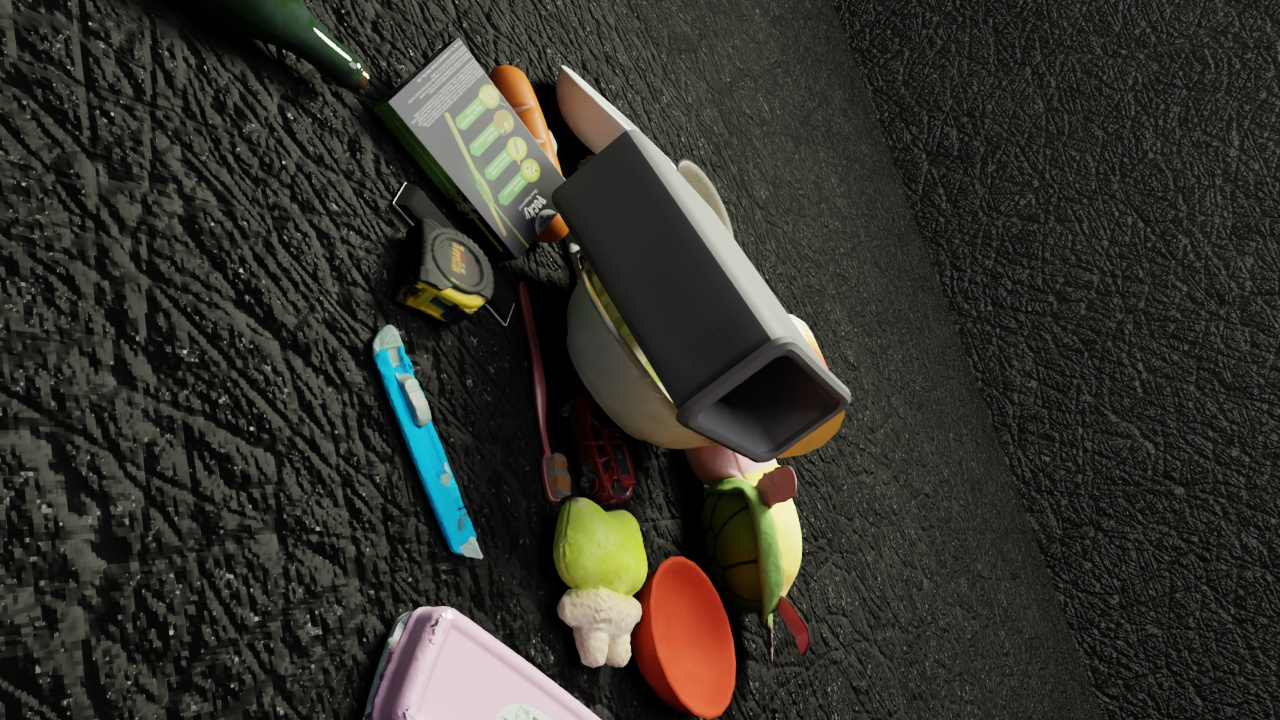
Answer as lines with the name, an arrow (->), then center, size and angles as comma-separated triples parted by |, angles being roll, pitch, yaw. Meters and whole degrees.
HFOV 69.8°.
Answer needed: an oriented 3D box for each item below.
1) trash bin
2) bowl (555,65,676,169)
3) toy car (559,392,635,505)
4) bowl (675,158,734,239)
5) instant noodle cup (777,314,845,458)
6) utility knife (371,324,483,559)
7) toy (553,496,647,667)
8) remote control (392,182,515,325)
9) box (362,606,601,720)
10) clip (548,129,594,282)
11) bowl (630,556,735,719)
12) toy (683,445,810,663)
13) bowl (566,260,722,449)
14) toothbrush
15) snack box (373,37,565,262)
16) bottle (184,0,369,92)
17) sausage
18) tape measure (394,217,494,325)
trash bin -> 0.049, -0.045, 0.726 | 0.219, 0.098, 0.191 | 59, 14, 27
bowl -> -0.033, -0.224, 0.907 | 0.149, 0.043, 0.149 | 40, 13, -11
toy car -> -0.033, 0.068, 0.718 | 0.042, 0.036, 0.091 | 9, 56, -59
bowl -> 0.046, -0.149, 0.978 | 0.115, 0.059, 0.115 | 41, 36, -40
instant noodle cup -> 0.152, 0.020, 1.011 | 0.123, 0.124, 0.120 | 50, 24, -30
utility knife -> -0.132, 0.052, 0.568 | 0.031, 0.015, 0.158 | -21, 89, -59
toy -> -0.027, 0.156, 0.644 | 0.092, 0.046, 0.115 | 27, 53, -51
remote control -> -0.132, -0.077, 0.672 | 0.124, 0.012, 0.028 | 50, 31, -30
box -> -0.073, 0.220, 0.522 | 0.202, 0.045, 0.086 | 49, 37, -32
clip -> -0.038, -0.128, 0.868 | 0.143, 0.029, 0.172 | -5, 74, -61
bowl -> 0.028, 0.215, 0.709 | 0.122, 0.035, 0.121 | 42, 36, -40
toy -> 0.099, 0.148, 0.826 | 0.190, 0.087, 0.238 | 98, -20, -70
bowl -> -0.004, 0.004, 0.756 | 0.219, 0.060, 0.188 | 34, 24, -54
toothbrush -> -0.076, 0.018, 0.698 | 0.015, 0.016, 0.184 | 18, 52, -48
snack box -> -0.122, -0.157, 0.698 | 0.147, 0.025, 0.080 | 51, 60, -28
bottle -> -0.234, -0.220, 0.551 | 0.174, 0.055, 0.055 | 35, 40, -49
sausage -> -0.095, -0.178, 0.789 | 0.044, 0.039, 0.164 | -1, 70, -56
tape measure -> -0.134, -0.058, 0.628 | 0.062, 0.038, 0.067 | 29, 41, -39
